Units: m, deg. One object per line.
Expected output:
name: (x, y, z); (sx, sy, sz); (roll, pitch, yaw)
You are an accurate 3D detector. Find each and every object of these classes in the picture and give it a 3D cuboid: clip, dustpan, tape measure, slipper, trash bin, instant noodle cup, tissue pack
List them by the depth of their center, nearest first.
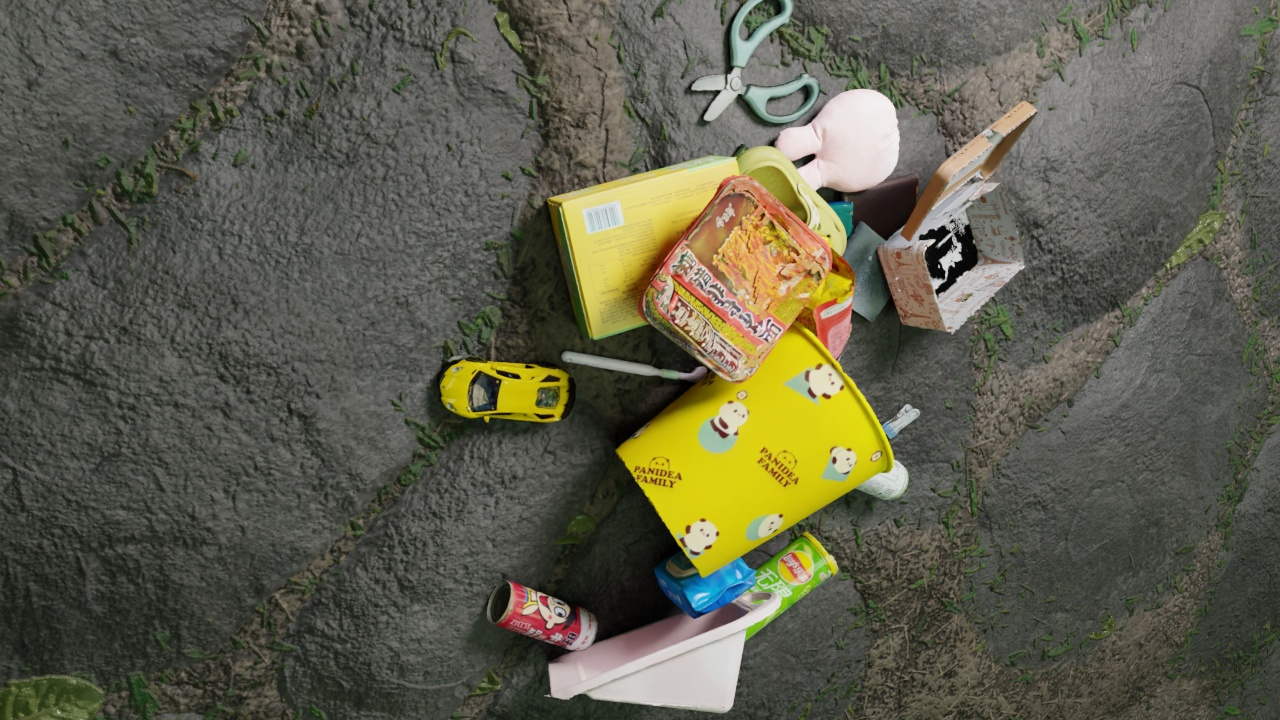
instant noodle cup: (0.097, -0.090, 0.985); (0.164, 0.079, 0.189); (37, 92, -25)
slipper: (0.171, -0.163, 1.077); (0.092, 0.081, 0.190); (-28, 124, 26)
trash bin: (0.125, 0.109, 1.088); (0.255, 0.229, 0.230); (-35, 117, -4)
dustpan: (0.024, 0.330, 1.106); (0.273, 0.223, 0.138); (10, 80, -7)
tape measure: (0.236, -0.169, 1.137); (0.058, 0.025, 0.054); (-3, 114, 9)
tissue pack: (0.078, 0.268, 1.150); (0.095, 0.157, 0.052); (-29, 99, -13)
clip: (0.367, 0.086, 1.296); (0.057, 0.029, 0.025); (-41, 117, 0)

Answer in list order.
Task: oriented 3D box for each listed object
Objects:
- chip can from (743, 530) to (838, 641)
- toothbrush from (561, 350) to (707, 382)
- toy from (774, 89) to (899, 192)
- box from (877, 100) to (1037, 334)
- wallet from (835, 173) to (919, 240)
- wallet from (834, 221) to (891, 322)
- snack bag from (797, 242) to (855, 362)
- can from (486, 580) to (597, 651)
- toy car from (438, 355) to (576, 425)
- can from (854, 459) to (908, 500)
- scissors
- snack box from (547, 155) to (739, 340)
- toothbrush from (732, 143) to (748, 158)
chip can: (0.162, 0.325, 1.251); (0.221, 0.072, 0.072); (-34, 117, -11)
toothbrush: (-0.007, 0.006, 1.102); (0.189, 0.021, 0.029); (9, 135, -25)
toy: (0.238, -0.257, 1.106); (0.159, 0.054, 0.121); (-19, 111, -8)
box: (0.396, -0.177, 1.143); (0.178, 0.124, 0.274); (-38, 140, -23)
wallet: (0.306, -0.183, 1.180); (0.122, 0.020, 0.096); (-14, 116, -20)
wallet: (0.293, -0.112, 1.188); (0.120, 0.019, 0.097); (28, 100, -38)
snack bag: (0.230, -0.042, 1.110); (0.208, 0.073, 0.128); (61, 37, -57)
can: (-0.120, 0.317, 1.132); (0.132, 0.053, 0.053); (29, 93, -29)
toy car: (-0.150, 0.036, 1.034); (0.155, 0.041, 0.071); (7, 103, -25)
can: (0.299, 0.147, 1.262); (0.146, 0.058, 0.058); (23, 96, -29)
scissors: (0.145, -0.326, 1.061); (0.179, 0.019, 0.172); (35, 89, -30)
snack box: (0.016, -0.128, 1.028); (0.209, 0.070, 0.158); (-18, 109, -15)
toothbrush: (0.078, -0.173, 1.083); (0.017, 0.012, 0.186); (31, 92, -13)
